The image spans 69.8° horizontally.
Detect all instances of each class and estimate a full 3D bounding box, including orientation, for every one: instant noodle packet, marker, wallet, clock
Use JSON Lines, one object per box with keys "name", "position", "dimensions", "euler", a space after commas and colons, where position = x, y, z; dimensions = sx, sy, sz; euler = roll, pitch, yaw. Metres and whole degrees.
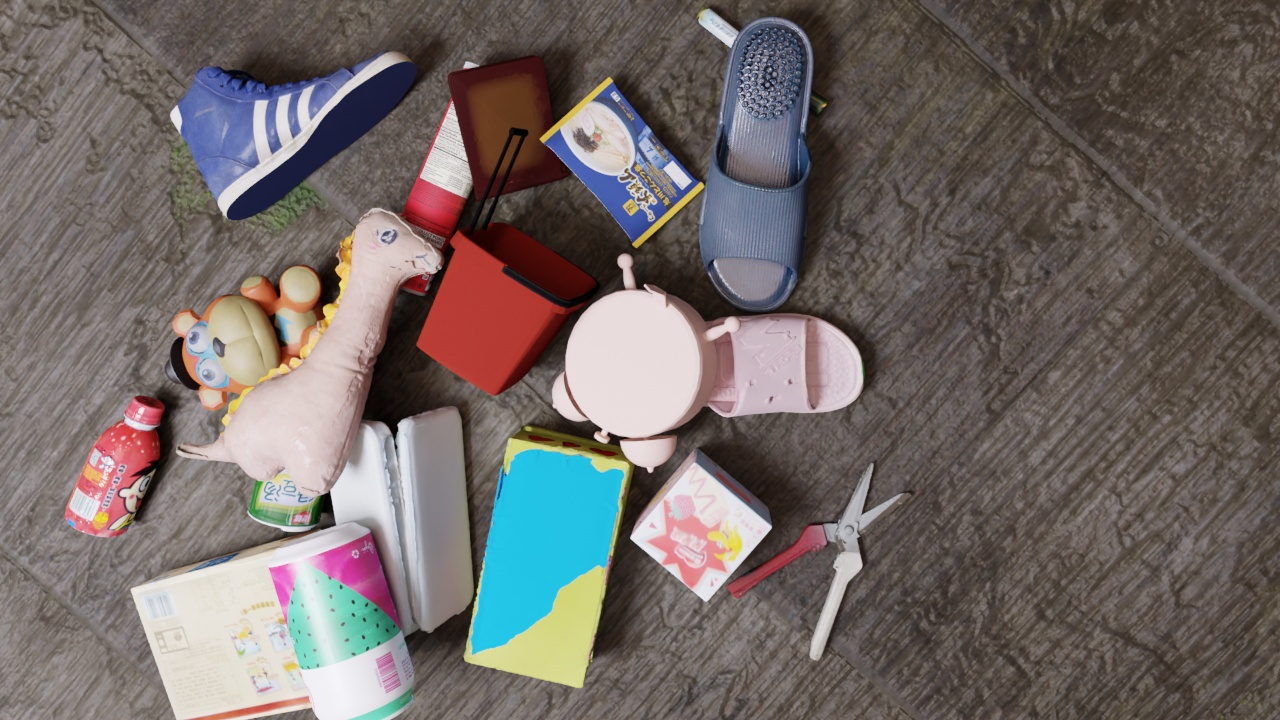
{"name": "instant noodle packet", "position": [-0.016, -0.184, 0.855], "dimensions": [0.087, 0.026, 0.134], "euler": [-42, 96, -3]}
{"name": "marker", "position": [0.112, -0.276, 0.848], "dimensions": [0.146, 0.017, 0.017], "euler": [38, 96, 1]}
{"name": "wallet", "position": [-0.120, -0.212, 0.839], "dimensions": [0.091, 0.018, 0.116], "euler": [-19, 118, -18]}
{"name": "clock", "position": [-0.005, 0.005, 0.815], "dimensions": [0.131, 0.086, 0.161], "euler": [32, 111, 19]}

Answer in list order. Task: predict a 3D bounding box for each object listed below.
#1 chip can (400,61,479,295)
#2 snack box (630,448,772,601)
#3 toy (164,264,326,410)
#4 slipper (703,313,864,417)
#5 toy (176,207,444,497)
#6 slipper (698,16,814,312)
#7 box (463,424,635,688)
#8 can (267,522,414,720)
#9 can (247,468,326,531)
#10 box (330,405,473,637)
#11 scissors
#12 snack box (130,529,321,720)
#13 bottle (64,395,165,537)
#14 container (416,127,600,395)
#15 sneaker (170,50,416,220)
{"name": "chip can", "position": [-0.183, -0.168, 0.862], "dimensions": [0.052, 0.051, 0.215], "euler": [25, 96, 2]}
{"name": "snack box", "position": [0.057, 0.151, 0.855], "dimensions": [0.093, 0.079, 0.095], "euler": [40, 97, 1]}
{"name": "toy", "position": [-0.368, -0.018, 0.875], "dimensions": [0.176, 0.096, 0.112], "euler": [-22, 92, 17]}
{"name": "slipper", "position": [0.087, 0.004, 0.849], "dimensions": [0.239, 0.064, 0.094], "euler": [0, 94, 6]}
{"name": "toy", "position": [-0.289, -0.017, 0.813], "dimensions": [0.196, 0.065, 0.264], "euler": [10, 79, 10]}
{"name": "slipper", "position": [0.104, -0.172, 0.818], "dimensions": [0.101, 0.082, 0.264], "euler": [5, 101, 8]}
{"name": "box", "position": [-0.083, 0.181, 0.872], "dimensions": [0.124, 0.083, 0.221], "euler": [10, 93, 3]}
{"name": "can", "position": [-0.258, 0.231, 0.801], "dimensions": [0.088, 0.088, 0.166], "euler": [-17, 90, 6]}
{"name": "can", "position": [-0.332, 0.098, 0.888], "dimensions": [0.067, 0.067, 0.121], "euler": [16, 96, 3]}
{"name": "box", "position": [-0.237, 0.151, 0.871], "dimensions": [0.106, 0.129, 0.211], "euler": [1, 96, 26]}
{"name": "scissors", "position": [0.175, 0.197, 0.882], "dimensions": [0.196, 0.015, 0.179], "euler": [-12, 92, 5]}
{"name": "snack box", "position": [-0.377, 0.263, 0.889], "dimensions": [0.208, 0.055, 0.153], "euler": [-17, 93, 20]}
{"name": "bottle", "position": [-0.511, 0.101, 0.905], "dimensions": [0.062, 0.062, 0.137], "euler": [28, 97, 2]}
{"name": "container", "position": [-0.103, -0.085, 0.815], "dimensions": [0.127, 0.148, 0.201], "euler": [33, 105, 2]}
{"name": "sneaker", "position": [-0.330, -0.248, 0.854], "dimensions": [0.233, 0.091, 0.118], "euler": [-36, 89, 15]}
